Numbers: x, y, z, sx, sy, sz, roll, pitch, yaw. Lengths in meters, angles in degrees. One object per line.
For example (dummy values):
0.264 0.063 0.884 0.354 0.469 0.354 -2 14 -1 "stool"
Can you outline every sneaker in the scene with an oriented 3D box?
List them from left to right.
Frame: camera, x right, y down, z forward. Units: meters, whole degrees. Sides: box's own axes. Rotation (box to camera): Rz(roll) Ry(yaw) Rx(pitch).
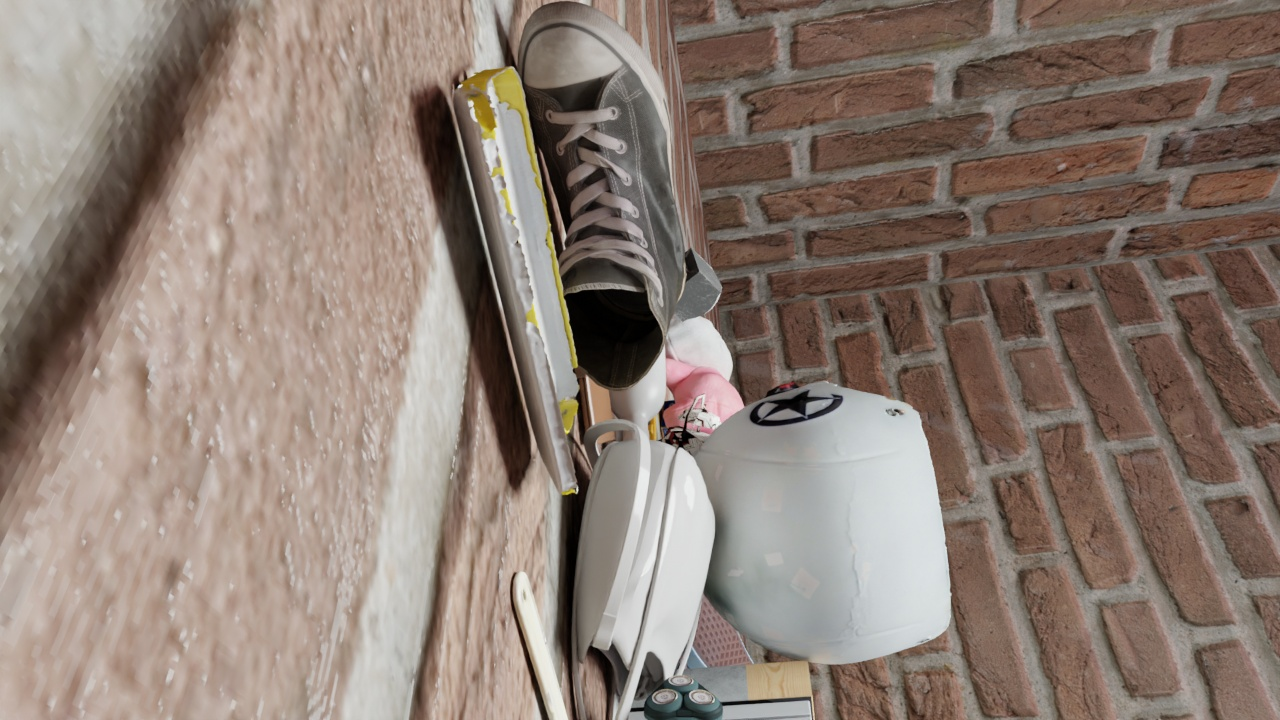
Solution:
-0.028 -0.101 0.587 0.119 0.095 0.235 -75 160 -54 "sneaker"
0.054 0.314 0.969 0.241 0.098 0.083 62 37 -11 "sneaker"

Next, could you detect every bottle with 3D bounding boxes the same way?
-0.005 0.005 0.789 0.052 0.052 0.194 74 12 -51 "bottle"

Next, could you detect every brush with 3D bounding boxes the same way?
-0.041 0.205 0.496 0.033 0.012 0.218 -80 161 -66 "brush"

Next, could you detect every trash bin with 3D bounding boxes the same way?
0.067 0.370 0.665 0.246 0.142 0.143 -88 168 -50 "trash bin"

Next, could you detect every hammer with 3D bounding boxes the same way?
-0.007 -0.173 0.880 0.156 0.043 0.321 40 22 -31 "hammer"

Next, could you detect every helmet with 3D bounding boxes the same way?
0.119 0.141 0.770 0.264 0.163 0.236 4 -80 64 "helmet"

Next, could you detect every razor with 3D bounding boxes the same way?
0.024 0.250 0.593 0.052 0.047 0.143 -90 -178 -46 "razor"

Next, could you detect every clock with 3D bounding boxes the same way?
0.037 0.103 0.908 0.114 0.065 0.155 -45 146 -61 "clock"

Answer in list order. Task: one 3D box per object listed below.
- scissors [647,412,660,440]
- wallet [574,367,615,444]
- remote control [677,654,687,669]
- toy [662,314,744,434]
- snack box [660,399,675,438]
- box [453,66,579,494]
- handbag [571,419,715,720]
0.008 0.020 1.013 0.225 0.016 0.162 -87 168 -51 "scissors"
-0.036 0.003 0.698 0.087 0.013 0.121 19 63 -82 "wallet"
0.026 0.257 0.889 0.015 0.032 0.136 29 54 -67 "remote control"
0.070 0.020 1.122 0.142 0.084 0.212 39 24 -35 "toy"
0.069 0.146 1.227 0.056 0.057 0.207 -81 164 -52 "snack box"
-0.060 -0.042 0.483 0.129 0.039 0.210 -102 -177 -65 "box"
-0.012 0.171 0.607 0.216 0.096 0.222 70 28 -58 "handbag"
